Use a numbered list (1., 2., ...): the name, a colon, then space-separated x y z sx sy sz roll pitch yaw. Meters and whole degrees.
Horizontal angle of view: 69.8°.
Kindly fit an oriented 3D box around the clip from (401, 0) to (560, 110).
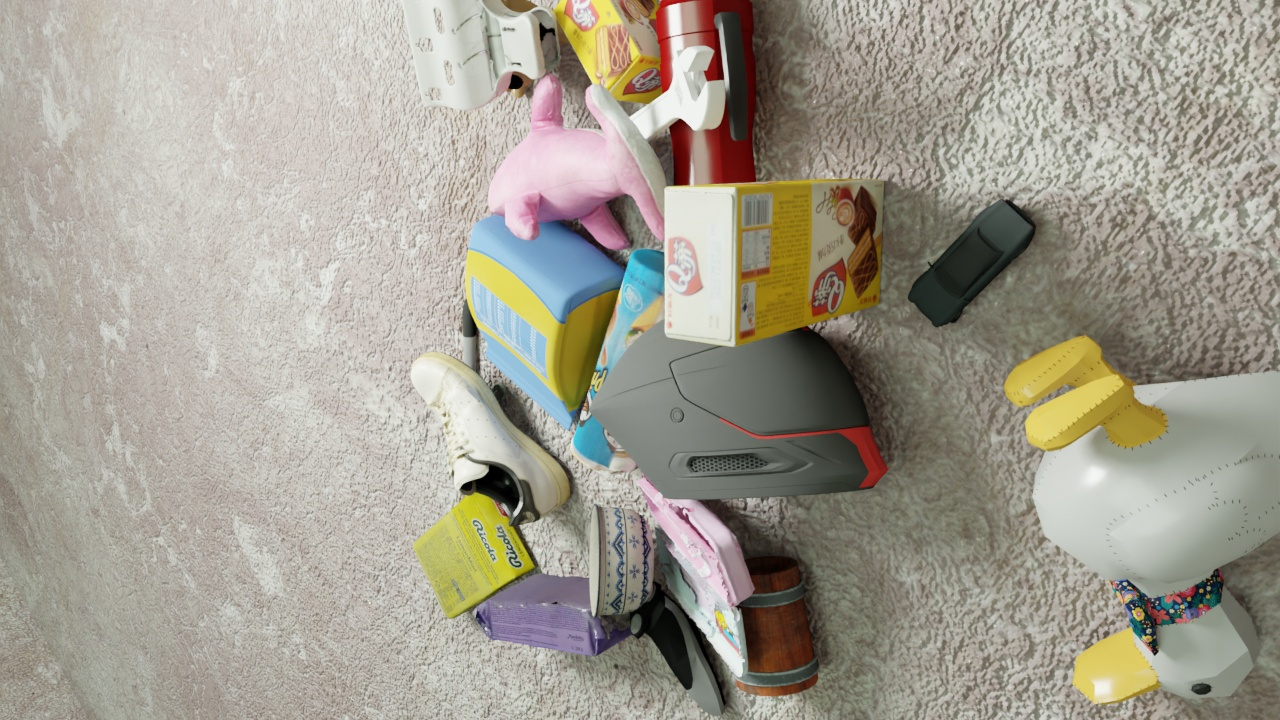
1. clip: -0.146 -0.308 0.876 0.151 0.091 0.126 1 127 11

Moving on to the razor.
1. razor: 0.043 0.307 0.971 0.156 0.060 0.057 51 142 -5

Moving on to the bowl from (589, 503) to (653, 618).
1. bowl: -0.019 0.206 0.945 0.115 0.059 0.115 180 91 -82

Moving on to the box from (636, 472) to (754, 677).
1. box: 0.055 0.191 0.887 0.201 0.044 0.155 -142 33 -65

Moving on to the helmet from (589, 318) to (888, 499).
1. helmet: 0.077 0.034 0.807 0.265 0.164 0.170 -8 83 29

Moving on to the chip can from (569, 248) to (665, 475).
1. chip can: -0.005 0.005 0.929 0.080 0.079 0.230 34 119 30

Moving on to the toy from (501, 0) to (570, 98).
1. toy: -0.133 -0.326 0.954 0.108 0.134 0.105 171 110 -66

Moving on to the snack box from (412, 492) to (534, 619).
1. snack box: -0.219 0.250 1.181 0.181 0.045 0.121 -41 75 41

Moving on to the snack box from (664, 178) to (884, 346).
1. snack box: 0.111 -0.082 0.709 0.062 0.229 0.110 9 106 38

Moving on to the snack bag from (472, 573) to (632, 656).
1. snack bag: -0.092 0.284 1.048 0.206 0.096 0.058 -6 96 39

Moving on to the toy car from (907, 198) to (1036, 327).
1. toy car: 0.257 -0.075 0.717 0.046 0.034 0.112 51 127 19

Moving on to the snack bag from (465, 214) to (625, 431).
1. snack bag: -0.111 -0.040 0.997 0.159 0.102 0.206 39 135 27

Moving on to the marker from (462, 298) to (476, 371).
1. marker: -0.212 -0.009 1.137 0.022 0.016 0.139 -144 53 -65

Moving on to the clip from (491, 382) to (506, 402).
1. clip: -0.192 0.054 1.126 0.023 0.035 0.075 57 134 13

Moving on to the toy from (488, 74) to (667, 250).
1. toy: -0.078 -0.169 0.888 0.266 0.127 0.187 11 135 57

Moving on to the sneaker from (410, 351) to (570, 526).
1. sneaker: -0.194 0.099 1.058 0.241 0.102 0.089 44 135 6

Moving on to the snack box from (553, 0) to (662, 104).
1. snack box: -0.017 -0.303 0.862 0.061 0.083 0.105 -36 75 37

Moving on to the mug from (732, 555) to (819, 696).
1. mug: 0.114 0.250 0.888 0.118 0.081 0.111 -4 94 59

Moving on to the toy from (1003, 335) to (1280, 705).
1. toy: 0.358 0.106 0.616 0.247 0.140 0.267 -37 100 21

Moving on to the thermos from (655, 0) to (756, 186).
1. thermos: 0.064 -0.231 0.802 0.108 0.084 0.199 -148 52 -71

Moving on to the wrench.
1. wrench: 0.013 -0.213 0.807 0.274 0.018 0.066 -177 76 -72
